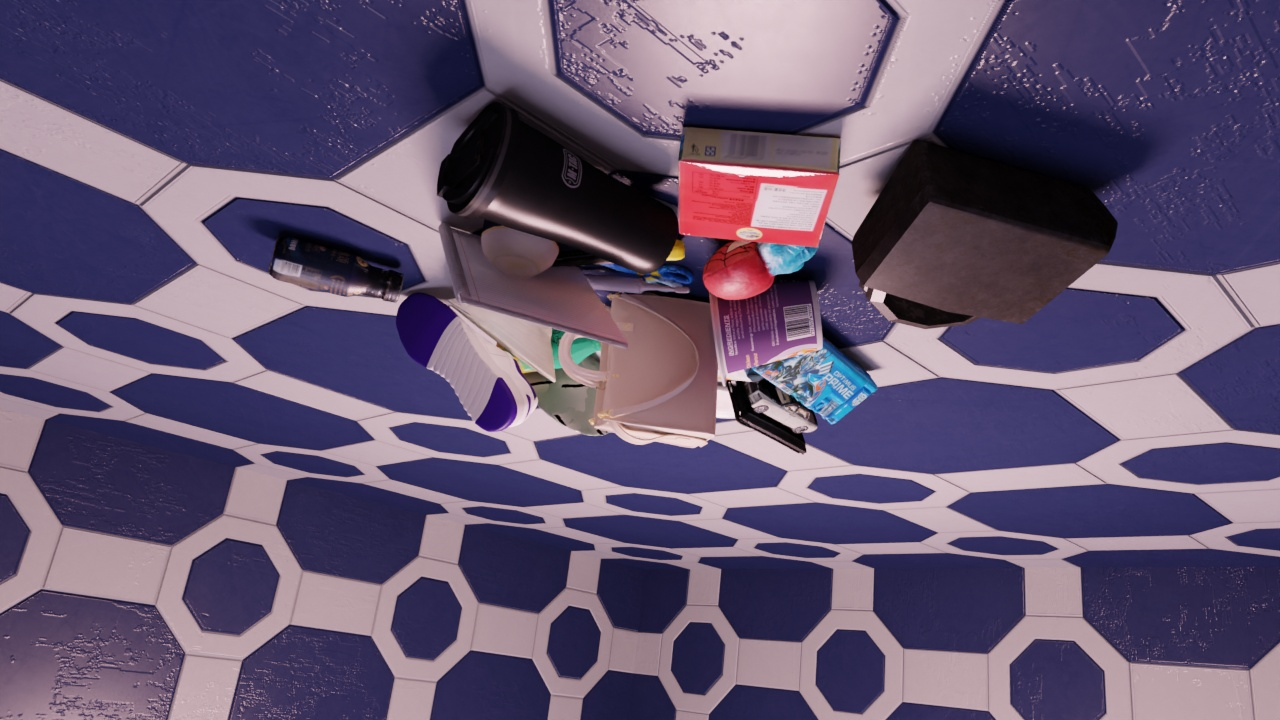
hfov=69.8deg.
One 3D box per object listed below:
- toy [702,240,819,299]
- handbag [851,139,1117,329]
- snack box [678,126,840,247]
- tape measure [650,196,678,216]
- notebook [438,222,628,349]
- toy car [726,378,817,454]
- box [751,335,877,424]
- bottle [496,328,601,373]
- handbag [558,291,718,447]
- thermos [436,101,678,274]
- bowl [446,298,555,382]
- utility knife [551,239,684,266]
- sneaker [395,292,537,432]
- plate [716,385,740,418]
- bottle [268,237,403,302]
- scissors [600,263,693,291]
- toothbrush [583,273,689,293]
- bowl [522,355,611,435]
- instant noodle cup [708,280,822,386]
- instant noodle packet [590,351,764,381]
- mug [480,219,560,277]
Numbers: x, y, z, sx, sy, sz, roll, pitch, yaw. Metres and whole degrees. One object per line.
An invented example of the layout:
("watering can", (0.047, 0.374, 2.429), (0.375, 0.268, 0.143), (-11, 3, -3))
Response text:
("toy", (0.127, -0.107, 0.999), (0.133, 0.062, 0.092), (-25, 169, 25))
("handbag", (0.303, -0.101, 0.881), (0.197, 0.102, 0.200), (12, 144, -14))
("snack box", (0.109, -0.162, 0.875), (0.142, 0.040, 0.145), (5, 161, 5))
("tape measure", (0.006, -0.150, 0.970), (0.062, 0.020, 0.060), (15, 153, -17))
("notebook", (-0.123, -0.085, 0.988), (0.177, 0.013, 0.245), (15, -161, -22))
("toy car", (0.220, 0.073, 1.451), (0.071, 0.094, 0.191), (-36, 138, 27))
("box", (0.232, 0.000, 1.277), (0.092, 0.085, 0.243), (-42, 140, 15))
("bottle", (-0.108, -0.024, 1.290), (0.210, 0.068, 0.068), (-8, 155, 36))
("handbag", (-0.006, 0.007, 1.150), (0.197, 0.194, 0.101), (10, 160, -17))
("thermos", (-0.071, -0.152, 0.865), (0.218, 0.105, 0.106), (20, 157, -31))
("bowl", (-0.168, -0.046, 1.212), (0.176, 0.057, 0.177), (36, 174, 4))
("utility knife", (-0.043, -0.116, 1.012), (0.187, 0.020, 0.028), (-5, -155, -7))
("sneaker", (-0.229, -0.003, 1.265), (0.092, 0.244, 0.111), (-48, 161, 16))
("plate", (0.132, 0.069, 1.544), (0.157, 0.014, 0.157), (7, 160, 2))
("bottle", (-0.383, -0.111, 1.161), (0.160, 0.056, 0.056), (14, 159, -19))
("scissors", (0.003, -0.109, 1.099), (0.130, 0.022, 0.071), (21, 159, -24))
("toothbrush", (-0.030, -0.093, 1.115), (0.188, 0.018, 0.019), (7, 175, 20))
("bowl", (-0.089, 0.030, 1.383), (0.174, 0.174, 0.068), (19, 121, -29))
("instant noodle cup", (0.151, -0.040, 1.091), (0.122, 0.121, 0.137), (-7, 114, 8))
("instant noodle packet", (0.040, -0.004, 1.324), (0.270, 0.057, 0.147), (2, 158, 30))
("mug", (-0.124, -0.133, 0.962), (0.085, 0.089, 0.112), (10, 160, -8))
